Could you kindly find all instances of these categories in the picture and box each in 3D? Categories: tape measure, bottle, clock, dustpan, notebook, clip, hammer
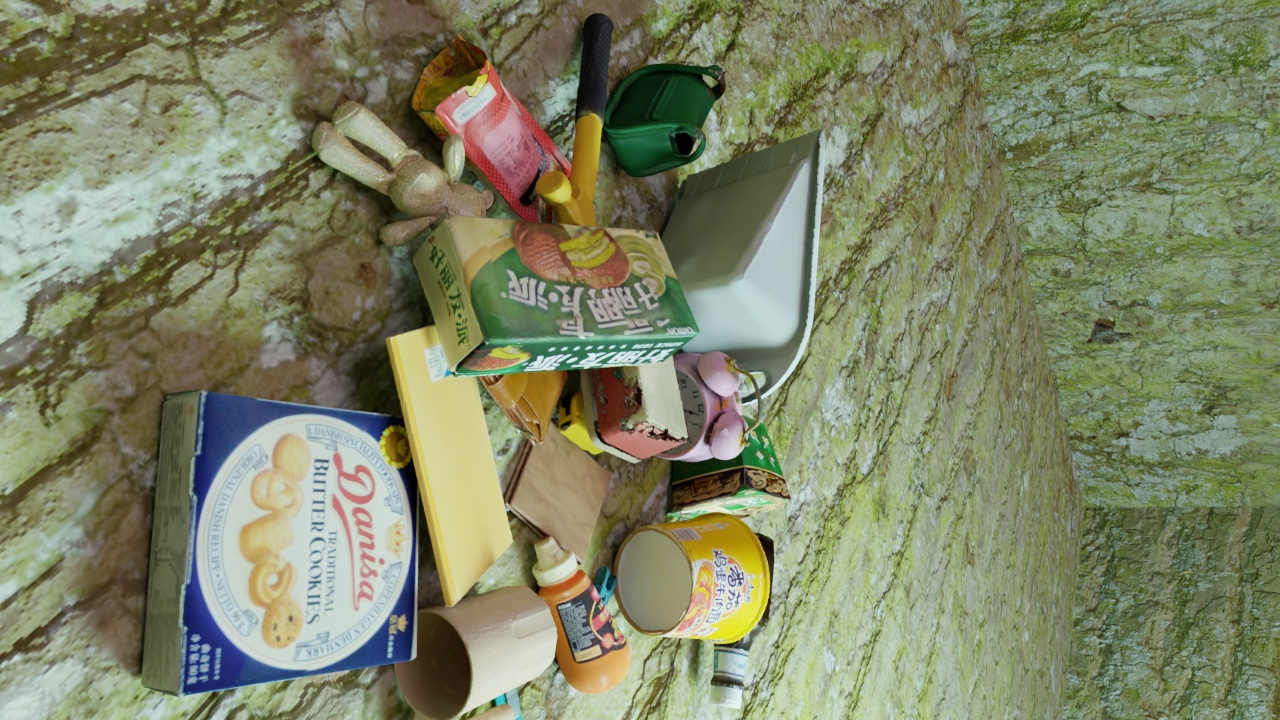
[{"bbox_3d":[-0.053,0.058,0.898,0.060,0.029,0.057,42,32,-40],"label":"tape measure"},{"bbox_3d":[-0.061,0.230,0.846,0.066,0.067,0.149,-34,105,-52],"label":"bottle"},{"bbox_3d":[0.058,0.049,0.958,0.059,0.159,0.117,-4,86,-56],"label":"clock"},{"bbox_3d":[0.109,0.297,1.060,0.044,0.080,0.194,30,62,-45],"label":"bottle"},{"bbox_3d":[0.114,-0.091,1.023,0.142,0.223,0.257,43,61,-28],"label":"dustpan"},{"bbox_3d":[-0.148,0.073,0.736,0.145,0.010,0.206,-43,122,-77],"label":"notebook"},{"bbox_3d":[-0.039,0.234,0.913,0.047,0.014,0.056,57,43,-35],"label":"clip"},{"bbox_3d":[-0.051,-0.236,0.917,0.129,0.033,0.300,56,31,-53],"label":"hammer"}]

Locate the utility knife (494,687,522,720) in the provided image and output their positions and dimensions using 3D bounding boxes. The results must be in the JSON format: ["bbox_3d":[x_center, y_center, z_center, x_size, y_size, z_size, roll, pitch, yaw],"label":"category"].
[{"bbox_3d":[-0.108,0.327,0.796,0.029,0.013,0.151,-13,95,-50],"label":"utility knife"}]

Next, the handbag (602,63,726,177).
[{"bbox_3d":[0.028,-0.269,1.006,0.068,0.120,0.131,59,39,-39],"label":"handbag"}]

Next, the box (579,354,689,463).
[{"bbox_3d":[-0.005,0.005,0.904,0.091,0.081,0.168,31,42,-50],"label":"box"}]

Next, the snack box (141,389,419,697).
[{"bbox_3d":[-0.232,0.119,0.624,0.182,0.046,0.177,13,73,-54],"label":"snack box"}]

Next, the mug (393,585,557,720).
[{"bbox_3d":[-0.130,0.246,0.726,0.103,0.084,0.124,-1,100,-57],"label":"mug"}]

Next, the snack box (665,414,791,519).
[{"bbox_3d":[0.097,0.122,1.059,0.117,0.118,0.105,23,53,-52],"label":"snack box"}]

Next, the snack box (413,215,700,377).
[{"bbox_3d":[-0.065,-0.054,0.789,0.239,0.063,0.114,-3,64,-44],"label":"snack box"}]

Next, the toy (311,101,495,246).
[{"bbox_3d":[-0.186,-0.144,0.732,0.157,0.066,0.105,34,90,-43],"label":"toy"}]

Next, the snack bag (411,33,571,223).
[{"bbox_3d":[-0.114,-0.188,0.839,0.208,0.073,0.128,48,37,-48],"label":"snack bag"}]

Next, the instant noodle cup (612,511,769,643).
[{"bbox_3d":[0.046,0.225,0.943,0.109,0.138,0.138,10,76,-47],"label":"instant noodle cup"}]

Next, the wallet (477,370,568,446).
[{"bbox_3d":[-0.115,0.002,0.815,0.131,0.035,0.118,60,24,-32],"label":"wallet"}]

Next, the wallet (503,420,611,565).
[{"bbox_3d":[-0.077,0.124,0.875,0.115,0.020,0.101,48,45,-37],"label":"wallet"}]
